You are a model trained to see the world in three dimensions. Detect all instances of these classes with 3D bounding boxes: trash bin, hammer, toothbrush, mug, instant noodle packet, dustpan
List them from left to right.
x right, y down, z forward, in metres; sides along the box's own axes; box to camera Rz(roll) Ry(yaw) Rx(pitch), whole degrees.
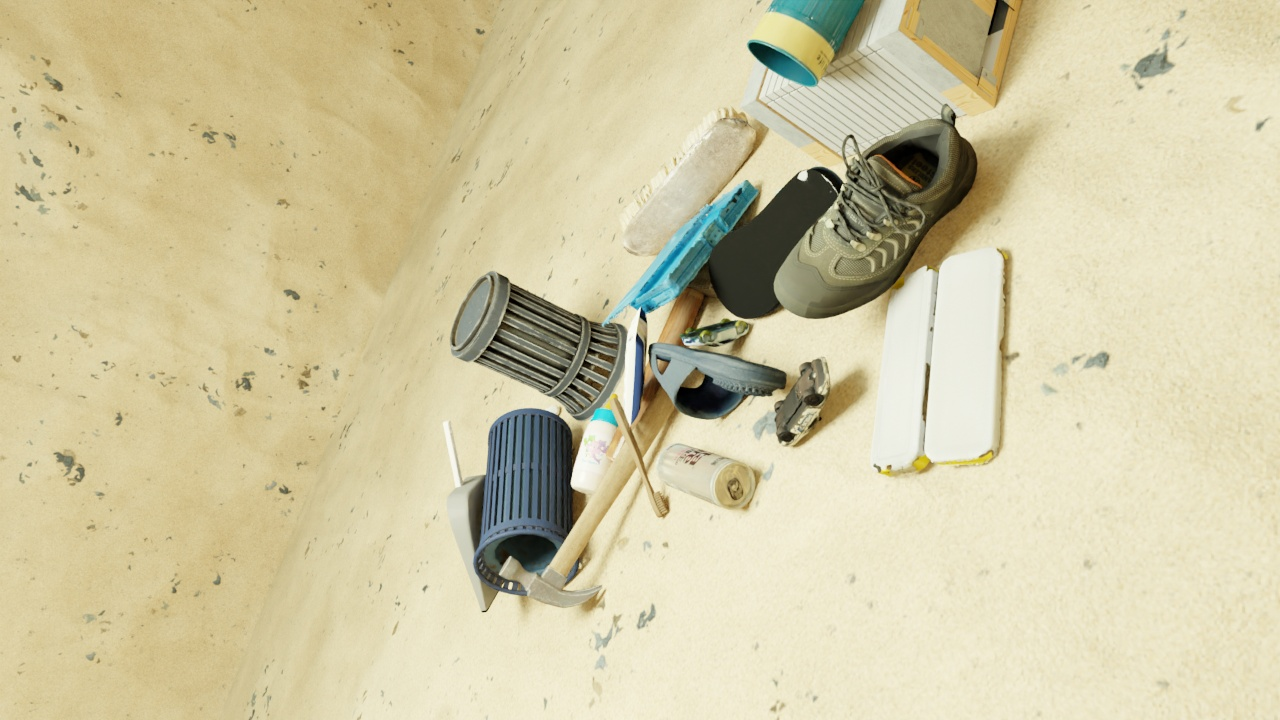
[{"bbox_3d":[-0.242,0.210,1.319,0.163,0.033,0.257,-63,-36,-81],"label":"dustpan"},{"bbox_3d":[-0.159,0.190,1.307,0.140,0.139,0.249,-47,29,30],"label":"trash bin"},{"bbox_3d":[-0.157,-0.026,1.386,0.165,0.227,0.164,-42,34,37],"label":"trash bin"},{"bbox_3d":[-0.042,0.165,1.176,0.331,0.119,0.031,-58,7,-8],"label":"hammer"},{"bbox_3d":[-0.007,0.007,1.153,0.086,0.026,0.134,-81,-4,-59],"label":"instant noodle packet"},{"bbox_3d":[-0.003,0.118,1.146,0.016,0.016,0.166,-34,65,22],"label":"toothbrush"},{"bbox_3d":[0.025,0.002,1.246,0.158,0.037,0.300,16,81,63],"label":"hammer"},{"bbox_3d":[0.168,-0.342,0.930,0.107,0.083,0.113,-61,-1,5],"label":"mug"},{"bbox_3d":[0.256,-0.338,1.006,0.247,0.142,0.142,-7,61,59],"label":"trash bin"}]

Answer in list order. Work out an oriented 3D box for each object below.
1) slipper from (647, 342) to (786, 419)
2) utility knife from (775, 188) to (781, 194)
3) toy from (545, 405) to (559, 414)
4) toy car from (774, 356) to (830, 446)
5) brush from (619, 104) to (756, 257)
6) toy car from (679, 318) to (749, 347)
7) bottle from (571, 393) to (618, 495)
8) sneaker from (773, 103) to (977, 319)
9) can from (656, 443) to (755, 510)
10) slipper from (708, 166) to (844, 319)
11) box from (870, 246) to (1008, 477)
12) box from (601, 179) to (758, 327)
[{"bbox_3d":[0.075,0.029,1.062,0.264,0.101,0.082,-164,87,-68],"label":"slipper"},{"bbox_3d":[0.177,-0.180,1.157,0.022,0.015,0.116,-25,43,34],"label":"utility knife"},{"bbox_3d":[-0.172,0.130,1.489,0.076,0.037,0.125,-30,38,54],"label":"toy"},{"bbox_3d":[0.170,0.044,0.939,0.113,0.040,0.048,114,162,-46],"label":"toy car"},{"bbox_3d":[0.065,-0.256,1.347,0.272,0.083,0.056,-47,32,32],"label":"brush"},{"bbox_3d":[0.091,-0.031,1.117,0.039,0.089,0.027,17,119,58],"label":"toy car"},{"bbox_3d":[-0.055,0.114,1.278,0.051,0.051,0.146,-14,55,57],"label":"bottle"},{"bbox_3d":[0.219,-0.139,0.854,0.238,0.143,0.101,-45,67,4],"label":"sneaker"},{"bbox_3d":[0.070,0.129,1.037,0.136,0.054,0.054,9,75,63],"label":"can"},{"bbox_3d":[0.175,-0.136,1.064,0.109,0.083,0.266,61,148,10],"label":"slipper"},{"bbox_3d":[0.269,0.001,0.828,0.130,0.034,0.209,-19,50,50],"label":"box"},{"bbox_3d":[0.050,-0.142,1.239,0.175,0.033,0.230,-23,24,53],"label":"box"}]
